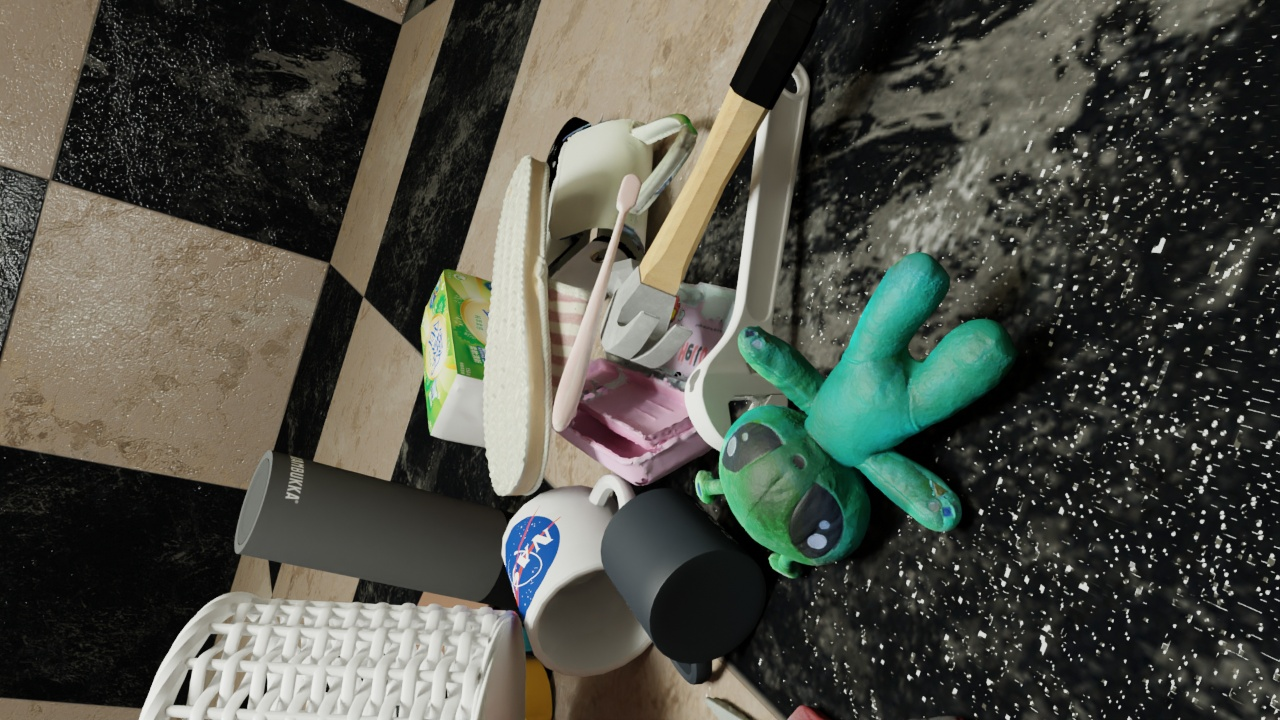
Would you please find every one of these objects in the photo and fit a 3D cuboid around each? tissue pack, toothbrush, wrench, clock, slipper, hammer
[{"bbox_3d":[-0.139,-0.027,0.888,0.142,0.120,0.197,-61,35,27],"label":"tissue pack"},{"bbox_3d":[-0.029,-0.039,0.606,0.018,0.015,0.181,141,146,-75],"label":"toothbrush"},{"bbox_3d":[0.075,-0.074,0.561,0.018,0.066,0.272,-24,50,57],"label":"wrench"},{"bbox_3d":[-0.065,-0.179,0.901,0.121,0.042,0.091,-54,33,35],"label":"clock"},{"bbox_3d":[-0.074,-0.030,0.667,0.115,0.052,0.262,137,136,-55],"label":"slipper"},{"bbox_3d":[0.057,-0.140,0.539,0.131,0.039,0.329,-96,30,-61],"label":"hammer"},{"bbox_3d":[-0.107,0.269,0.735,0.099,0.043,0.129,-63,36,21],"label":"clock"}]

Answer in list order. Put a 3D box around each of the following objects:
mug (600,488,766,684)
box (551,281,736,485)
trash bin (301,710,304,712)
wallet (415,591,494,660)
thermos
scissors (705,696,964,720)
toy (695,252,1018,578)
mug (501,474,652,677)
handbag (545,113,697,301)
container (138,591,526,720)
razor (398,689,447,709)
[{"bbox_3d":[0.024,0.138,0.537,0.077,0.071,0.105,-140,43,-61],"label":"mug"},{"bbox_3d":[0.005,0.012,0.664,0.153,0.066,0.201,-48,25,-9],"label":"box"},{"bbox_3d":[-0.256,0.382,0.735,0.200,0.195,0.195,-24,54,45],"label":"trash bin"},{"bbox_3d":[-0.185,0.247,0.873,0.121,0.013,0.087,-11,47,46],"label":"wallet"},{"bbox_3d":[-0.201,0.146,0.768,0.082,0.240,0.082,-38,41,44],"label":"thermos"},{"bbox_3d":[0.086,0.197,0.432,0.185,0.015,0.179,-61,29,26],"label":"scissors"},{"bbox_3d":[0.097,0.037,0.445,0.130,0.072,0.194,49,126,18],"label":"toy"},{"bbox_3d":[-0.033,0.133,0.612,0.121,0.091,0.090,-64,28,16],"label":"mug"},{"bbox_3d":[-0.022,-0.142,0.749,0.176,0.074,0.151,-37,35,42],"label":"handbag"},{"bbox_3d":[-0.178,0.245,0.570,0.189,0.187,0.189,7,-95,-88],"label":"container"},{"bbox_3d":[-0.210,0.280,0.921,0.047,0.052,0.142,-42,35,51],"label":"razor"}]
